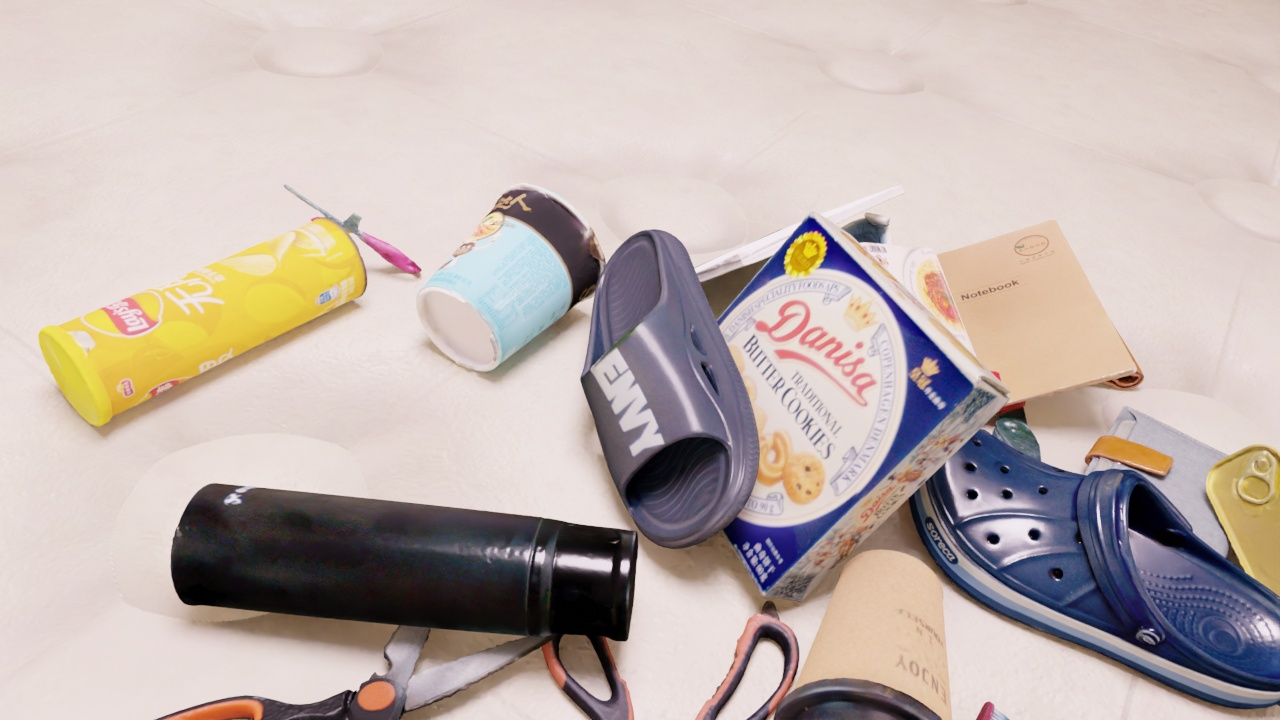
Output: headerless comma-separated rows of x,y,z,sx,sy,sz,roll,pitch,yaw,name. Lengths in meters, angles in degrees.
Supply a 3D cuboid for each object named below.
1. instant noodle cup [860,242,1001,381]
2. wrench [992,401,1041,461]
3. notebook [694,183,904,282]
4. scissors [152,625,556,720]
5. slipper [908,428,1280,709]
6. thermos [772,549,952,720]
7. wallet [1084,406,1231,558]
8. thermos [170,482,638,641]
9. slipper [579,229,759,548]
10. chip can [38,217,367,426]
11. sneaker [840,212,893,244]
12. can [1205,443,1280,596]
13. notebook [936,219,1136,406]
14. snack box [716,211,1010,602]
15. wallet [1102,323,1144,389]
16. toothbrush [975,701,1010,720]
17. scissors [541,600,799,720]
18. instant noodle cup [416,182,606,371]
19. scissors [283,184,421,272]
0.172,-0.011,0.651,0.116,0.117,0.124,0,71,-27,instant noodle cup
0.293,0.013,0.753,0.056,0.016,0.272,15,41,7,wrench
0.105,-0.098,0.776,0.208,0.012,0.151,-27,7,-35,notebook
-0.146,0.190,0.458,0.220,0.022,0.231,-5,33,-10,scissors
0.287,0.120,0.567,0.253,0.095,0.104,31,48,19,slipper
0.126,0.170,0.490,0.093,0.093,0.142,19,34,12,thermos
0.378,0.090,0.663,0.106,0.037,0.129,33,46,24,wallet
-0.124,0.114,0.516,0.242,0.068,0.090,5,-4,3,thermos
-0.004,0.004,0.614,0.083,0.111,0.267,24,37,-34,slipper
-0.304,-0.034,0.659,0.072,0.072,0.212,32,44,24,chip can
0.146,-0.045,0.737,0.089,0.091,0.241,27,44,21,sneaker
0.443,0.112,0.611,0.083,0.057,0.102,10,53,-24,can
0.299,-0.039,0.764,0.148,0.008,0.207,-17,37,18,notebook
0.105,0.025,0.583,0.045,0.183,0.177,22,26,-40,snack box
0.366,-0.035,0.801,0.107,0.031,0.131,13,39,-13,wallet
0.148,0.242,0.461,0.017,0.016,0.187,37,47,16,toothbrush
0.013,0.200,0.487,0.188,0.015,0.223,-7,44,-18,scissors
-0.104,-0.058,0.701,0.111,0.111,0.120,26,51,19,instant noodle cup
-0.230,-0.103,0.744,0.134,0.133,0.017,31,77,-21,scissors
